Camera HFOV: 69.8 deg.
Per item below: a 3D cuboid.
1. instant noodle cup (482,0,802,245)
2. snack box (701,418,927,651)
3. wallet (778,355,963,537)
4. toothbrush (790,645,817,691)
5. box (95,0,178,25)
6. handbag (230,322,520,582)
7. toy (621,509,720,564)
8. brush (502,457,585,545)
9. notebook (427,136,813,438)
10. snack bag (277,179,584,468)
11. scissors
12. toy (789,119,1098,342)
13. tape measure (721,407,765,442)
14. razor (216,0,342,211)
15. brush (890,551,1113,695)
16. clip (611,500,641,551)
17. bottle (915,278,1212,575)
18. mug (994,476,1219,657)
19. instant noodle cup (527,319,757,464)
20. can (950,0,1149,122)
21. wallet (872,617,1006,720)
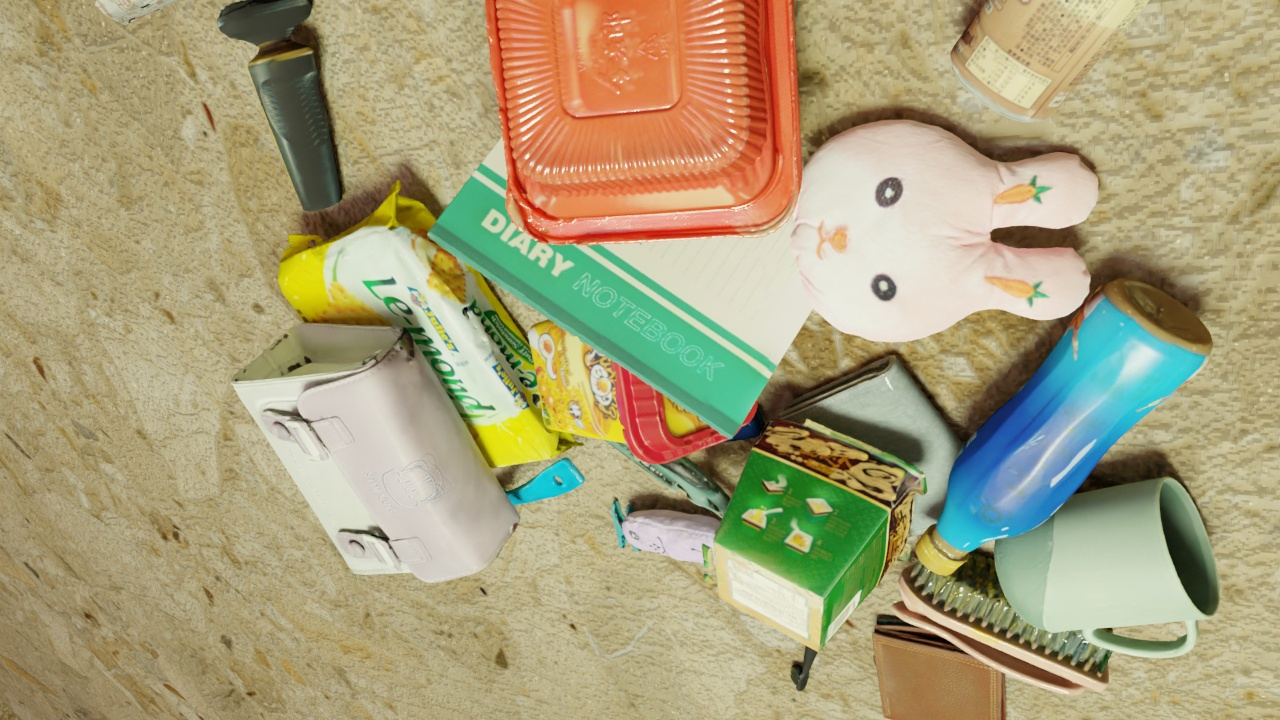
[{"bbox_3d":[-0.004,-0.150,0.465,0.165,0.079,0.189,-3,102,12],"label":"instant noodle cup"},{"bbox_3d":[0.111,0.121,0.610,0.117,0.105,0.118,23,147,26],"label":"snack box"},{"bbox_3d":[0.166,0.069,0.629,0.107,0.036,0.129,-30,107,40],"label":"wallet"},{"bbox_3d":[0.149,0.215,0.764,0.027,0.026,0.213,48,147,38],"label":"toothbrush"},{"bbox_3d":[-0.277,-0.321,0.533,0.181,0.197,0.157,61,170,-24],"label":"box"},{"bbox_3d":[-0.198,0.073,0.702,0.145,0.098,0.197,-5,124,27],"label":"handbag"},{"bbox_3d":[0.036,0.147,0.760,0.108,0.038,0.084,3,155,28],"label":"toy"},{"bbox_3d":[-0.117,0.123,0.796,0.083,0.045,0.255,51,145,-6],"label":"brush"},{"bbox_3d":[0.005,-0.072,0.538,0.209,0.150,0.012,34,165,-1],"label":"notebook"},{"bbox_3d":[-0.165,-0.012,0.722,0.158,0.068,0.246,-14,119,37],"label":"snack bag"},{"bbox_3d":[0.023,0.082,0.676,0.170,0.019,0.181,37,170,-1],"label":"scissors"},{"bbox_3d":[0.161,-0.070,0.500,0.160,0.054,0.121,1,100,18],"label":"toy"},{"bbox_3d":[0.057,0.035,0.669,0.058,0.025,0.054,-11,117,30],"label":"tape measure"},{"bbox_3d":[-0.247,-0.179,0.652,0.067,0.062,0.168,43,149,35],"label":"razor"},{"bbox_3d":[0.255,0.185,0.654,0.146,0.063,0.073,19,122,15],"label":"brush"},{"bbox_3d":[-0.012,0.145,0.803,0.045,0.014,0.057,6,129,27],"label":"clip"},{"bbox_3d":[0.233,0.052,0.542,0.065,0.065,0.219,30,126,4],"label":"bottle"},{"bbox_3d":[0.293,0.136,0.575,0.107,0.082,0.112,-24,96,42],"label":"mug"},{"bbox_3d":[-0.004,0.004,0.612,0.124,0.115,0.116,-4,98,45],"label":"instant noodle cup"},{"bbox_3d":[0.195,-0.168,0.408,0.058,0.058,0.117,33,134,2],"label":"can"},{"bbox_3d":[0.244,0.264,0.749,0.101,0.032,0.125,5,127,29],"label":"wallet"}]
